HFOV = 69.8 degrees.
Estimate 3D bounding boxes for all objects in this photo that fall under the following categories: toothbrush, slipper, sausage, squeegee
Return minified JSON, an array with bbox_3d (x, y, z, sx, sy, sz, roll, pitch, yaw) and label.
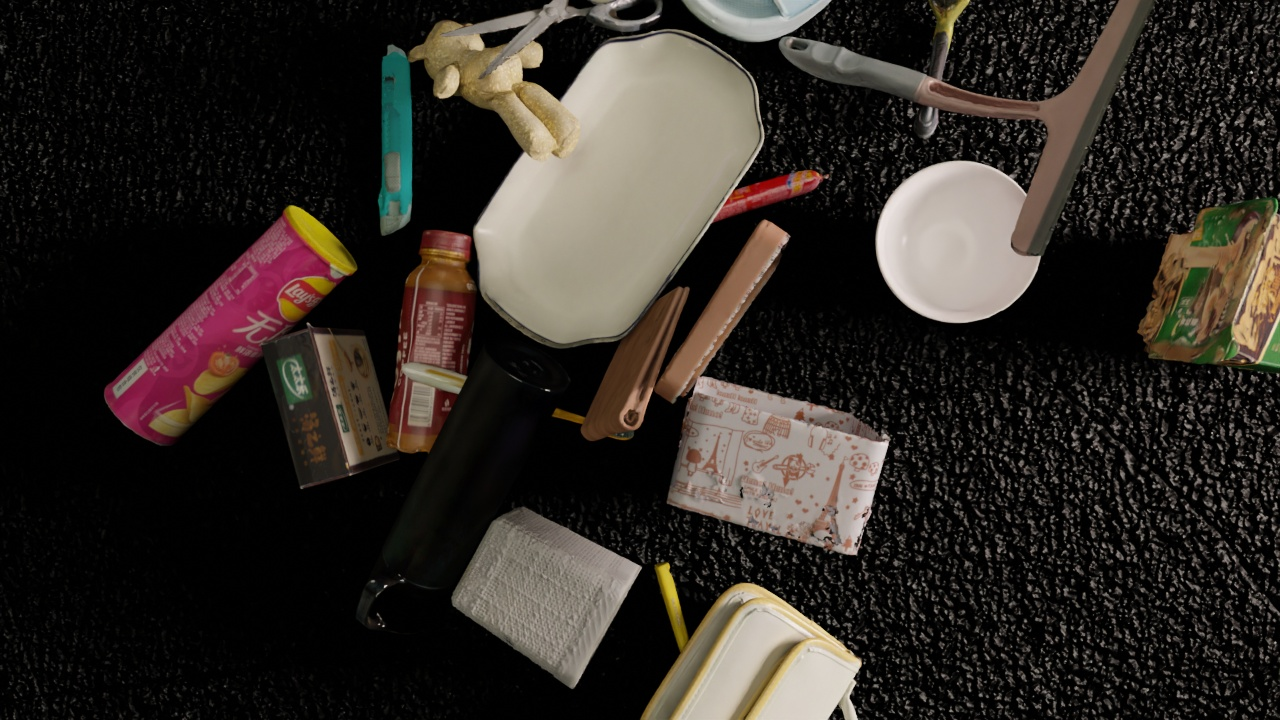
[{"bbox_3d":[-0.091,0.033,0.714,0.191,0.018,0.016,18,80,-17],"label":"toothbrush"},{"bbox_3d":[0.139,-0.339,0.700,0.245,0.074,0.104,-36,88,2],"label":"slipper"},{"bbox_3d":[0.074,-0.125,0.733,0.156,0.020,0.020,-18,89,4],"label":"sausage"},{"bbox_3d":[0.047,0.254,0.737,0.016,0.015,0.190,-17,89,-1],"label":"toothbrush"},{"bbox_3d":[0.218,-0.206,0.687,0.250,0.040,0.247,23,75,26],"label":"squeegee"}]

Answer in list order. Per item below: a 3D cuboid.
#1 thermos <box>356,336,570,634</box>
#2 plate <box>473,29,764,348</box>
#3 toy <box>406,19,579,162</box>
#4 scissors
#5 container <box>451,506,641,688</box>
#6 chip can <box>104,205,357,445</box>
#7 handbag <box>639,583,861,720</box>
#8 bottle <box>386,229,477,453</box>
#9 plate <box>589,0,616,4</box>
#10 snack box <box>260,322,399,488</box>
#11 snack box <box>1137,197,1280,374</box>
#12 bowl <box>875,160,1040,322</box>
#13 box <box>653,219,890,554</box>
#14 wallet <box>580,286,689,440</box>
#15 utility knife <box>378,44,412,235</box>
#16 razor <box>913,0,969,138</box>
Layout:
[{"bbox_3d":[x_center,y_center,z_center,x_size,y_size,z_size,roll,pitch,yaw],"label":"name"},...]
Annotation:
[{"bbox_3d":[-0.140,0.102,0.684,0.068,0.089,0.243,33,109,10],"label":"thermos"},{"bbox_3d":[-0.017,-0.132,0.720,0.162,0.034,0.265,34,91,14],"label":"plate"},{"bbox_3d":[-0.111,-0.209,0.712,0.105,0.066,0.157,-35,66,-28],"label":"toy"},{"bbox_3d":[-0.063,-0.271,0.708,0.175,0.014,0.159,7,63,-6],"label":"scissors"},{"bbox_3d":[-0.073,0.176,0.711,0.114,0.090,0.090,29,91,7],"label":"container"},{"bbox_3d":[-0.328,-0.027,0.738,0.210,0.071,0.071,-43,87,4],"label":"chip can"},{"bbox_3d":[0.107,0.282,0.704,0.178,0.063,0.163,34,87,-6],"label":"handbag"},{"bbox_3d":[-0.164,-0.015,0.731,0.057,0.057,0.175,7,91,4],"label":"bottle"},{"bbox_3d":[0.027,-0.345,0.696,0.165,0.034,0.163,-18,59,27],"label":"plate"},{"bbox_3d":[-0.235,0.033,0.702,0.053,0.125,0.113,-16,89,6],"label":"snack box"},{"bbox_3d":[0.448,-0.041,0.658,0.105,0.117,0.118,17,94,-1],"label":"snack box"},{"bbox_3d":[0.233,-0.086,0.697,0.118,0.064,0.118,0,91,4],"label":"bowl"},{"bbox_3d":[0.094,0.007,0.653,0.156,0.183,0.193,16,94,3],"label":"box"},{"bbox_3d":[-0.004,0.004,0.686,0.020,0.101,0.115,26,73,-14],"label":"wallet"},{"bbox_3d":[-0.203,-0.182,0.756,0.029,0.013,0.157,0,90,3],"label":"utility knife"},{"bbox_3d":[0.235,-0.243,0.718,0.043,0.022,0.142,10,91,21],"label":"razor"}]
